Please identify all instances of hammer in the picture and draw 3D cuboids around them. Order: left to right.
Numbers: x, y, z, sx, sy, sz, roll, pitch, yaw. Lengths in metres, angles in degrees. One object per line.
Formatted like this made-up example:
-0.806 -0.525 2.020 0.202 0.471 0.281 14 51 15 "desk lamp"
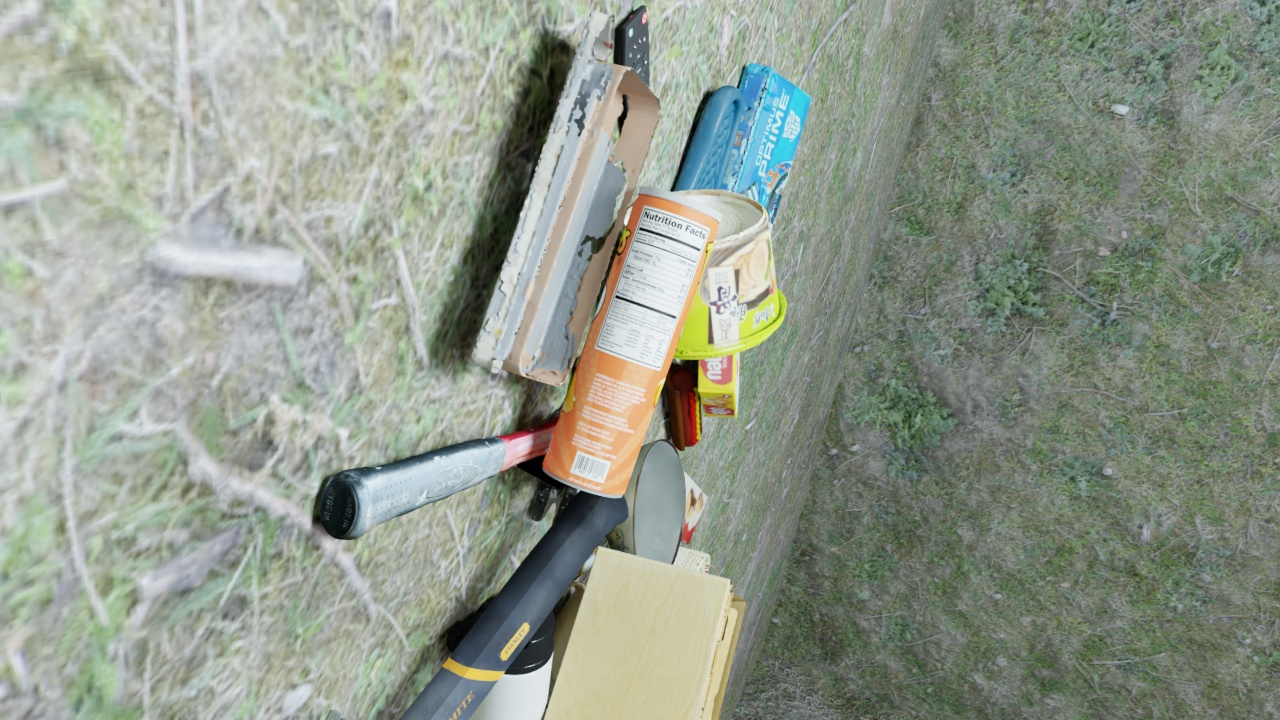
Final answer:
-0.102 0.074 0.622 0.325 0.036 0.140 -10 116 -70 "hammer"
-0.103 0.206 0.642 0.311 0.035 0.139 -49 132 -34 "hammer"

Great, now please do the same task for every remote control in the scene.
-0.005 -0.195 0.674 0.125 0.010 0.039 88 27 -49 "remote control"

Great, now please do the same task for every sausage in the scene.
0.052 0.057 1.066 0.156 0.040 0.040 81 32 -57 "sausage"

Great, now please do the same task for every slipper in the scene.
0.067 -0.149 0.865 0.103 0.059 0.214 -11 117 -73 "slipper"

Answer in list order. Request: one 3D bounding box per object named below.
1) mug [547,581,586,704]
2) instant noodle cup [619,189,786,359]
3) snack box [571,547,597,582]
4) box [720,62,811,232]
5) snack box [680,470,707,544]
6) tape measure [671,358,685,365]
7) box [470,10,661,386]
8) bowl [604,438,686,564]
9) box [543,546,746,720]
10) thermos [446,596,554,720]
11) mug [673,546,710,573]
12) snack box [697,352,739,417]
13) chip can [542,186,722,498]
-0.064 0.271 0.889 0.104 0.085 0.111 -48 124 -41 "mug"
0.045 -0.075 0.748 0.145 0.146 0.098 -49 141 -51 "instant noodle cup"
-0.048 0.132 0.858 0.061 0.026 0.149 -17 125 -70 "snack box"
0.111 -0.175 0.959 0.090 0.066 0.243 -4 112 -70 "box"
0.037 0.175 1.133 0.273 0.044 0.076 57 54 -69 "snack box"
0.044 -0.030 0.987 0.065 0.017 0.064 55 56 -69 "tape measure"
-0.048 -0.092 0.581 0.157 0.063 0.216 40 69 -87 "box"
-0.004 0.154 0.940 0.150 0.057 0.150 3 90 -68 "bowl"
-0.001 0.305 0.785 0.148 0.141 0.248 60 43 -54 "box"
-0.121 0.297 0.751 0.101 0.068 0.230 -25 131 -50 "thermos"
0.028 0.248 1.092 0.121 0.097 0.081 2 106 -72 "mug"
0.092 0.008 1.054 0.201 0.042 0.092 59 33 -77 "snack box"
-0.006 -0.012 0.649 0.210 0.062 0.062 -71 163 3 "chip can"
